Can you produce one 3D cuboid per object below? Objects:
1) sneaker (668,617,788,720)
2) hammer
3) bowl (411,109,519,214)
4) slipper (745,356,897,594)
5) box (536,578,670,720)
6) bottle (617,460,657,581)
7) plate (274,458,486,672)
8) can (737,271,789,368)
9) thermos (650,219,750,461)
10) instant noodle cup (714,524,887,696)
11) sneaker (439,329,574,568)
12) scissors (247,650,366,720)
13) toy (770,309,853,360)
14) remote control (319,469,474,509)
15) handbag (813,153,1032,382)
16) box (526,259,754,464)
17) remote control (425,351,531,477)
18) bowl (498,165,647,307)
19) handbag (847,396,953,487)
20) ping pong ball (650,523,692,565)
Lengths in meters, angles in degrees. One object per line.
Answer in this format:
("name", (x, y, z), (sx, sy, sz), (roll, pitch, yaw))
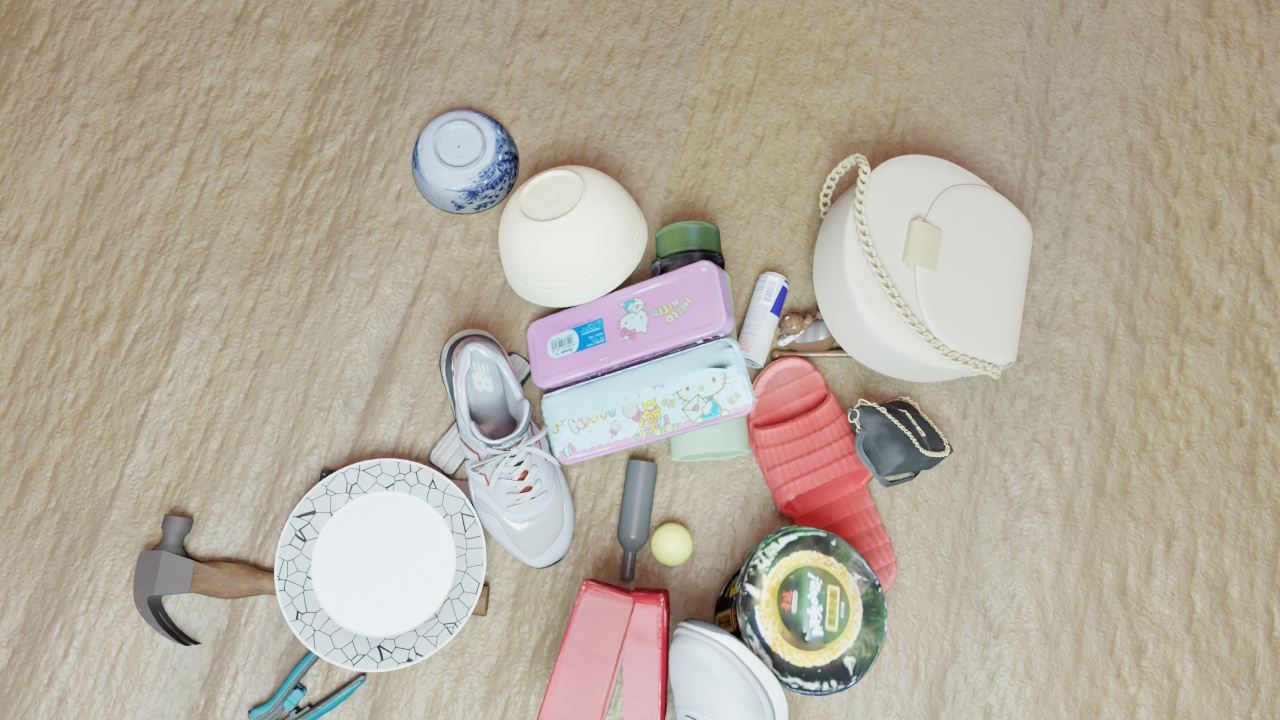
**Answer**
("sneaker", (0.059, 0.332, 0.743), (0.128, 0.097, 0.263), (-37, 120, -43))
("hammer", (-0.304, 0.213, 0.854), (0.323, 0.033, 0.115), (5, 76, -2))
("bowl", (-0.182, -0.211, 0.941), (0.114, 0.045, 0.114), (0, 78, -2))
("slipper", (0.174, 0.114, 0.875), (0.103, 0.059, 0.248), (-21, 82, -3))
("box", (-0.028, 0.255, 0.792), (0.110, 0.157, 0.134), (6, 76, 4))
("bottle", (-0.006, 0.153, 0.876), (0.030, 0.030, 0.113), (8, 78, 0))
("plate", (-0.236, 0.185, 0.840), (0.188, 0.016, 0.188), (1, 75, -2))
("can", (0.122, -0.041, 0.921), (0.032, 0.032, 0.095), (19, 78, 2))
("thermos", (0.053, -0.021, 0.891), (0.082, 0.082, 0.231), (-4, 79, -3))
("instant noodle cup", (0.130, 0.227, 0.815), (0.137, 0.112, 0.137), (5, 68, -13))
("sneaker", (-0.124, 0.078, 0.828), (0.088, 0.124, 0.239), (-23, 87, -13))
("scissors", (-0.318, 0.314, 0.837), (0.123, 0.019, 0.148), (9, 83, -4))
("toy", (0.181, -0.024, 0.916), (0.102, 0.041, 0.055), (-1, 100, 6))
("remote control", (-0.234, 0.128, 0.883), (0.150, 0.013, 0.034), (5, 78, -1))
("handbag", (0.273, -0.086, 0.897), (0.208, 0.103, 0.210), (19, 72, -13))
("box", (-0.005, 0.006, 0.860), (0.215, 0.034, 0.150), (-18, 79, 25))
("remote control", (-0.156, 0.051, 0.902), (0.033, 0.013, 0.136), (36, 80, 5))
("bowl", (-0.074, -0.134, 0.883), (0.151, 0.075, 0.150), (-8, 55, 12))
("handbag", (0.241, 0.072, 0.870), (0.054, 0.128, 0.079), (-48, 60, 31))
("ping pong ball", (0.030, 0.174, 0.868), (0.040, 0.040, 0.040), (0, 78, -2))
